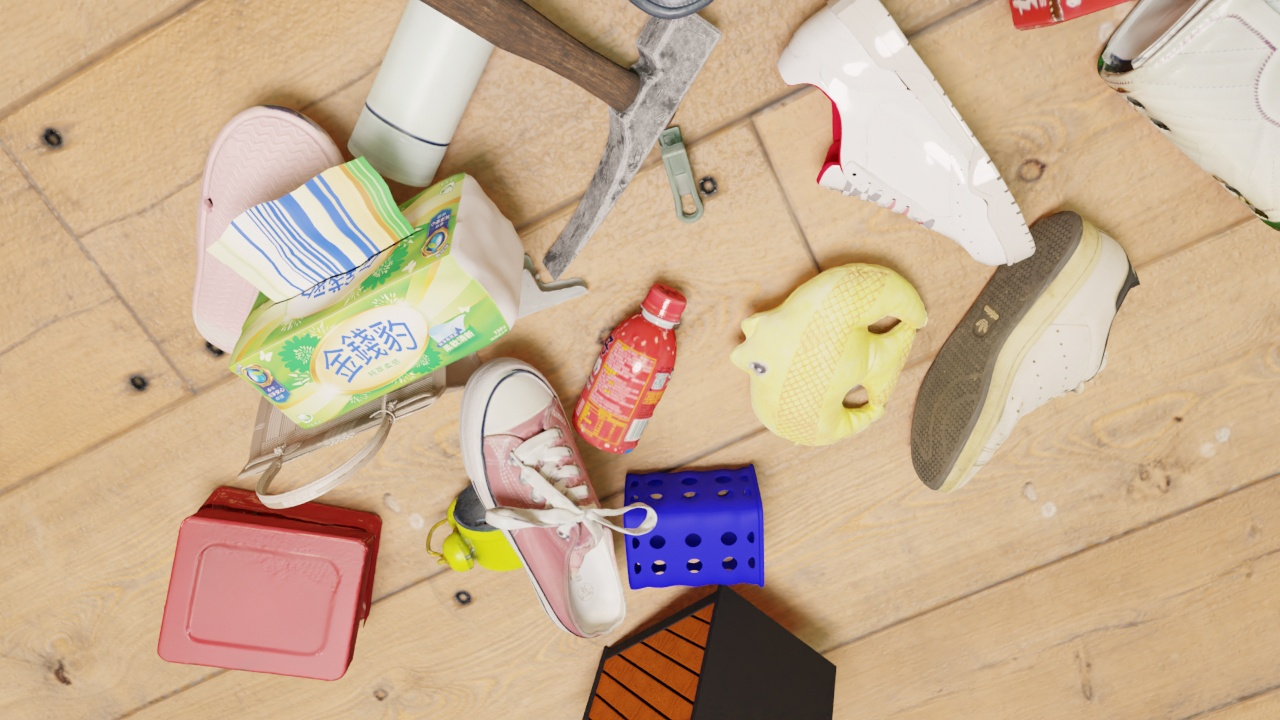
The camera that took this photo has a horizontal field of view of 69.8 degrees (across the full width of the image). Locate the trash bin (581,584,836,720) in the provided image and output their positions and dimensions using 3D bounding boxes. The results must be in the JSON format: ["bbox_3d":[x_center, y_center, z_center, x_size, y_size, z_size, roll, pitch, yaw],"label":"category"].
[{"bbox_3d":[0.054,0.318,0.802,0.139,0.139,0.172,38,129,-15],"label":"trash bin"}]

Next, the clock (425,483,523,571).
[{"bbox_3d":[-0.128,0.139,0.787,0.119,0.083,0.057,-12,119,2],"label":"clock"}]

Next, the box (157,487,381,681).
[{"bbox_3d":[-0.314,0.192,0.787,0.157,0.127,0.137,10,107,-5],"label":"box"}]

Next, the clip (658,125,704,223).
[{"bbox_3d":[0.031,-0.137,0.701,0.023,0.061,0.076,-14,128,7],"label":"clip"}]

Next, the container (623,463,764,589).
[{"bbox_3d":[0.045,0.143,0.788,0.113,0.085,0.084,-3,112,2],"label":"container"}]

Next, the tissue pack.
[{"bbox_3d":[-0.196,-0.060,0.622,0.198,0.120,0.141,-28,128,13],"label":"tissue pack"}]

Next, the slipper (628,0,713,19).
[{"bbox_3d":[-0.013,-0.342,0.552,0.101,0.082,0.263,-27,94,-2],"label":"slipper"}]

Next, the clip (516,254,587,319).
[{"bbox_3d":[-0.098,-0.056,0.731,0.102,0.043,0.054,-20,124,7],"label":"clip"}]

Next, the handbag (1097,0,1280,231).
[{"bbox_3d":[0.441,-0.197,0.642,0.198,0.096,0.142,31,110,-14],"label":"handbag"}]

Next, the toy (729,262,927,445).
[{"bbox_3d":[0.148,-0.002,0.742,0.154,0.064,0.171,8,119,-17],"label":"toy"}]

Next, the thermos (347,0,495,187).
[{"bbox_3d":[-0.131,-0.235,0.638,0.068,0.067,0.230,27,111,-11],"label":"thermos"}]

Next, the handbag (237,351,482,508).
[{"bbox_3d":[-0.222,0.052,0.686,0.176,0.197,0.062,-21,111,8],"label":"handbag"}]

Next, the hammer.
[{"bbox_3d":[-0.115,-0.195,0.606,0.300,0.037,0.218,21,112,-35],"label":"hammer"}]

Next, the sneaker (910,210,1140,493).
[{"bbox_3d":[0.311,0.005,0.738,0.102,0.089,0.242,21,107,-18],"label":"sneaker"}]

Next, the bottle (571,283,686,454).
[{"bbox_3d":[-0.004,0.004,0.742,0.062,0.062,0.138,23,110,-10],"label":"bottle"}]

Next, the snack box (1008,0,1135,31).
[{"bbox_3d":[0.282,-0.345,0.579,0.113,0.060,0.236,-18,106,-3],"label":"snack box"}]

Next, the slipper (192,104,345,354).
[{"bbox_3d":[-0.284,-0.089,0.704,0.106,0.055,0.222,24,121,-11],"label":"slipper"}]

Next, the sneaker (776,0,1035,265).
[{"bbox_3d":[0.185,-0.148,0.670,0.104,0.090,0.236,-35,110,22],"label":"sneaker"}]

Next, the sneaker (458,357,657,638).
[{"bbox_3d":[-0.065,0.111,0.710,0.118,0.088,0.241,-27,101,-27],"label":"sneaker"}]
